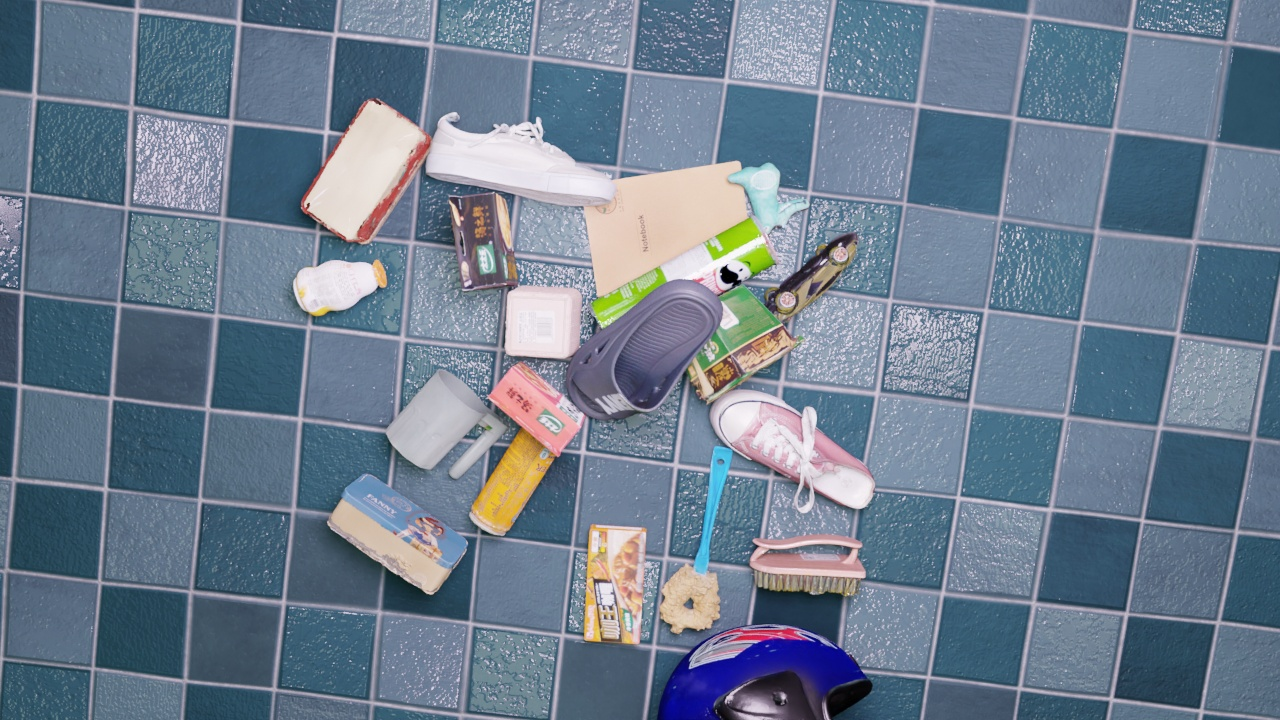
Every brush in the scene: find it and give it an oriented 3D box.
[{"bbox_3d":[0.215,0.263,1.197,0.145,0.063,0.073,3,99,2],"label":"brush"},{"bbox_3d":[0.084,0.238,1.210,0.083,0.046,0.254,12,91,3],"label":"brush"}]

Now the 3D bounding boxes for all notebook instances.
[{"bbox_3d":[0.036,-0.169,1.184,0.207,0.008,0.148,-8,95,1],"label":"notebook"}]

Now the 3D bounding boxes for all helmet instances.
[{"bbox_3d":[0.177,0.448,1.124,0.315,0.248,0.239,0,61,3],"label":"helmet"}]

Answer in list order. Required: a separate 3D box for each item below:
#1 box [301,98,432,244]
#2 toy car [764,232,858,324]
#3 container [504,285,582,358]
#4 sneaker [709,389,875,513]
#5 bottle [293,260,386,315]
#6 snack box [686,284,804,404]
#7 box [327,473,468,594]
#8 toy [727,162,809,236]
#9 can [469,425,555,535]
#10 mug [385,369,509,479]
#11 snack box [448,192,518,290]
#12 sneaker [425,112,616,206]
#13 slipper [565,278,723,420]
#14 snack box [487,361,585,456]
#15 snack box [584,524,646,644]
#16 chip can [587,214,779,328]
[{"bbox_3d":[-0.339,-0.233,1.143,0.091,0.080,0.168,34,95,-2],"label":"box"},{"bbox_3d":[0.215,-0.103,1.158,0.158,0.070,0.042,-43,102,5],"label":"toy car"},{"bbox_3d":[-0.123,-0.047,1.144,0.090,0.111,0.090,4,95,0],"label":"container"},{"bbox_3d":[0.200,0.117,1.170,0.241,0.088,0.118,32,95,-4],"label":"sneaker"},{"bbox_3d":[-0.379,-0.097,1.163,0.108,0.063,0.063,-15,95,2],"label":"bottle"},{"bbox_3d":[0.110,-0.025,1.135,0.118,0.118,0.105,-30,84,-35],"label":"snack box"},{"bbox_3d":[-0.316,0.218,1.181,0.184,0.089,0.059,36,100,-4],"label":"box"},{"bbox_3d":[0.166,-0.207,1.171,0.096,0.030,0.092,-16,100,-6],"label":"toy"},{"bbox_3d":[-0.161,0.152,1.189,0.058,0.058,0.146,32,95,-3],"label":"can"},{"bbox_3d":[-0.247,0.088,1.179,0.103,0.083,0.124,-46,118,5],"label":"mug"},{"bbox_3d":[-0.190,-0.144,1.127,0.053,0.125,0.113,-8,95,0],"label":"snack box"},{"bbox_3d":[-0.143,-0.253,1.142,0.242,0.089,0.090,12,91,5],"label":"sneaker"},{"bbox_3d":[-0.007,0.006,1.098,0.110,0.083,0.269,32,133,-18],"label":"slipper"},{"bbox_3d":[-0.126,0.057,1.146,0.113,0.127,0.044,40,94,-4],"label":"snack box"},{"bbox_3d":[-0.034,0.296,1.218,0.075,0.026,0.154,3,95,0],"label":"snack box"},{"bbox_3d":[0.053,-0.097,1.151,0.236,0.072,0.072,-28,95,4],"label":"chip can"}]
